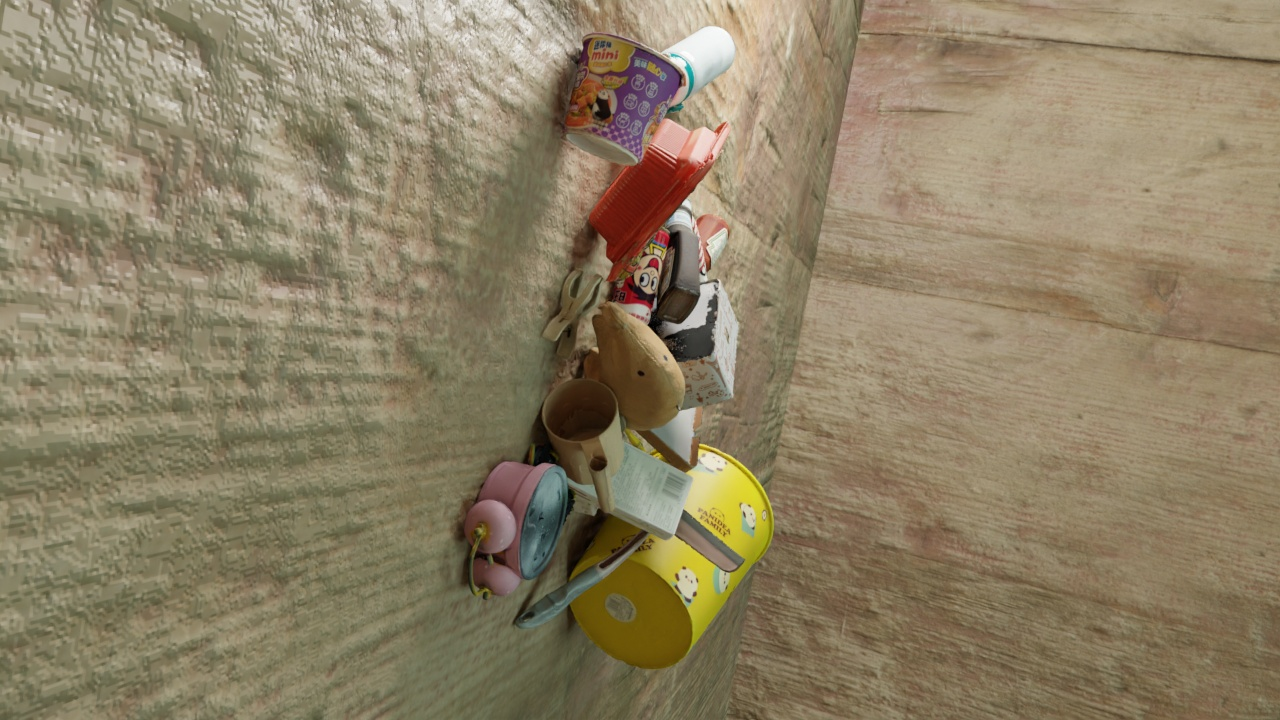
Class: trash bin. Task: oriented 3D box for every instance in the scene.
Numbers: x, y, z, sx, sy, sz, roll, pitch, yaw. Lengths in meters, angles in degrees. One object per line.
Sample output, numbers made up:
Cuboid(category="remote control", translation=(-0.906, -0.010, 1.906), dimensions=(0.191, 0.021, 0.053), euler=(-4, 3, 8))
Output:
Cuboid(category="trash bin", translation=(0.038, 0.276, 1.285), dimensions=(0.254, 0.230, 0.230), euler=(-44, 143, -53))

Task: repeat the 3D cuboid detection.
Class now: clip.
Cuboid(category="clip", translation=(-0.075, -0.056, 0.999), dimensions=(0.097, 0.034, 0.061), euler=(-65, 161, -15))

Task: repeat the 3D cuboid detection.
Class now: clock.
Cuboid(category="clock", translation=(-0.129, 0.167, 0.913), dimensions=(0.158, 0.060, 0.117), euler=(-58, 155, -52))

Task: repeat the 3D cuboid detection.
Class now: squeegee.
Cuboid(category="squeegee", translation=(-0.049, 0.250, 1.113), dimensions=(0.249, 0.248, 0.040), euler=(-34, 143, -26))

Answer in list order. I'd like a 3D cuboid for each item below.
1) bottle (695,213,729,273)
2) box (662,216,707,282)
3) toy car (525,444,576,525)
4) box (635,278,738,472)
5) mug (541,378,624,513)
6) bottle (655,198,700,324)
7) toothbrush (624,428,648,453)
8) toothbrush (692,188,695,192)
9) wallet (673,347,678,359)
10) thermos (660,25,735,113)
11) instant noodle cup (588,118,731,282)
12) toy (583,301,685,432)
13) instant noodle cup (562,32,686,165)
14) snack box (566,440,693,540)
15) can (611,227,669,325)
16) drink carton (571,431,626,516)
Cuboid(category="bottle", translation=(0.074, -0.143, 1.392), dimensions=(0.205, 0.060, 0.060), euler=(-58, 154, -37))
Cuboid(category="box", translation=(0.053, -0.127, 1.306), dimensions=(0.075, 0.081, 0.163), euler=(-48, 127, -85))
Cuboid(category="toy car", translation=(-0.104, 0.140, 1.023), dimensions=(0.049, 0.031, 0.106), euler=(-61, 143, -42))
Cuboid(category="box", translation=(0.063, 0.031, 1.232), dimensions=(0.182, 0.156, 0.192), euler=(-78, 147, -50))
Cuboid(category="mug", translation=(-0.056, 0.098, 1.029), dimensions=(0.104, 0.084, 0.124), euler=(81, -12, -54))
Cuboid(category="bottle", translation=(0.049, -0.140, 1.201), dimensions=(0.080, 0.044, 0.194), euler=(123, -23, -46))
Cuboid(category="toothbrush", translation=(0.002, 0.112, 1.186), dimensions=(0.191, 0.018, 0.016), euler=(57, 43, -41))
Cuboid(category="toothbrush", translation=(0.040, -0.265, 1.252), dimensions=(0.027, 0.026, 0.212), euler=(68, 14, 11))
Cuboid(category="wallet", translation=(0.048, -0.016, 1.437), dimensions=(0.115, 0.033, 0.090), euler=(64, 38, -63))
Cuboid(category="thermos", translation=(0.062, -0.373, 1.175), dimensions=(0.223, 0.073, 0.073), euler=(-54, 150, -55))
Cuboid(category="instant noodle cup", translation=(0.015, -0.191, 1.016), dimensions=(0.189, 0.079, 0.164), euler=(-46, -168, 31))
Cuboid(category="toy", translation=(-0.006, 0.006, 1.021), dimensions=(0.082, 0.143, 0.226), euler=(-49, 168, -23))
Cuboid(category="instant noodle cup", translation=(-0.023, -0.255, 0.915), dimensions=(0.099, 0.111, 0.111), euler=(-69, 163, -2))
Cuboid(category="snack box", translation=(-0.018, 0.146, 1.112), dimensions=(0.027, 0.157, 0.084), euler=(-53, -168, 56))
Cuboid(category="can", translation=(-0.003, -0.105, 1.162), dimensions=(0.053, 0.053, 0.132), euler=(37, 65, -72))
Cuboid(category="drink carton", translation=(-0.055, 0.131, 1.159), dimensions=(0.054, 0.045, 0.122), euler=(82, 25, -50))
